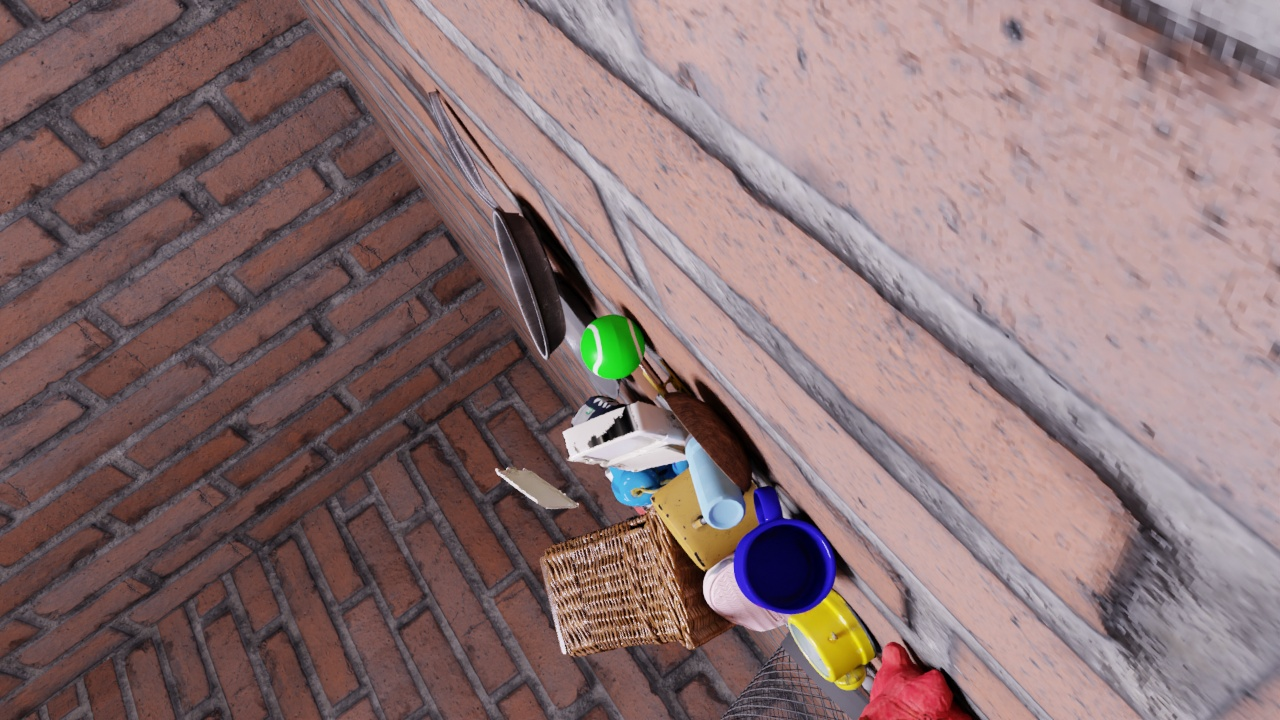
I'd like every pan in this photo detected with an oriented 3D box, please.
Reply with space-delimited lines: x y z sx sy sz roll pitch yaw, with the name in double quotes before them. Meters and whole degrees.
"pan" -0.091 -0.073 1.209 0.216 0.024 0.355 47 165 38
"pan" -0.169 -0.168 1.097 0.187 0.055 0.356 127 122 -77

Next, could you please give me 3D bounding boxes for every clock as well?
"clock" 0.195 0.284 0.926 0.083 0.057 0.119 46 163 46
"clock" 0.020 0.125 1.093 0.060 0.116 0.161 69 168 -18

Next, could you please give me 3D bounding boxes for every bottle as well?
"bottle" 0.069 0.107 0.878 0.040 0.040 0.130 58 -171 -28

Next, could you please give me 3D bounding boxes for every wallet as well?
"wallet" -0.006 0.006 1.087 0.087 0.013 0.121 53 173 6

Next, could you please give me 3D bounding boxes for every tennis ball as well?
"tennis ball" -0.028 -0.014 0.925 0.065 0.065 0.065 53 173 9

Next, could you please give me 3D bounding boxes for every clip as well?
"clip" 0.032 0.025 0.927 0.049 0.045 0.054 -5 -134 -48

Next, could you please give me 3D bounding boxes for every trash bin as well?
"trash bin" 0.186 0.483 1.096 0.218 0.227 0.218 43 176 3

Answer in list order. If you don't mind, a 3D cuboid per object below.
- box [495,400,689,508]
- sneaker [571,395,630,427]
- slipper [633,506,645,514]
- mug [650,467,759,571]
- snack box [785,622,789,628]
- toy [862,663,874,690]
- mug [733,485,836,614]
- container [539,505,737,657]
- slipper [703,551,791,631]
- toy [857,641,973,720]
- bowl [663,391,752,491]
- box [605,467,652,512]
"box" -0.036 0.114 0.945 0.143 0.187 0.070 20 -129 -57
"sneaker" -0.045 0.080 1.312 0.236 0.084 0.079 148 121 -61
"slipper" 0.012 0.176 1.401 0.248 0.103 0.059 58 148 33
"mug" 0.073 0.153 0.942 0.100 0.094 0.124 53 173 5
"snack box" 0.195 0.329 1.253 0.082 0.027 0.150 52 172 11
"toy" 0.241 0.350 1.055 0.049 0.030 0.112 49 174 -1
"mug" 0.121 0.167 0.814 0.083 0.079 0.111 87 171 -77
"container" 0.008 0.268 1.125 0.249 0.183 0.162 15 -122 -66
"slipper" 0.138 0.258 1.040 0.221 0.107 0.055 52 -167 -53
"toy" 0.206 0.291 0.754 0.088 0.094 0.133 53 174 9
"bowl" 0.068 0.065 0.821 0.114 0.026 0.102 50 -174 9
"box" 0.031 0.177 1.280 0.136 0.109 0.121 55 173 2
